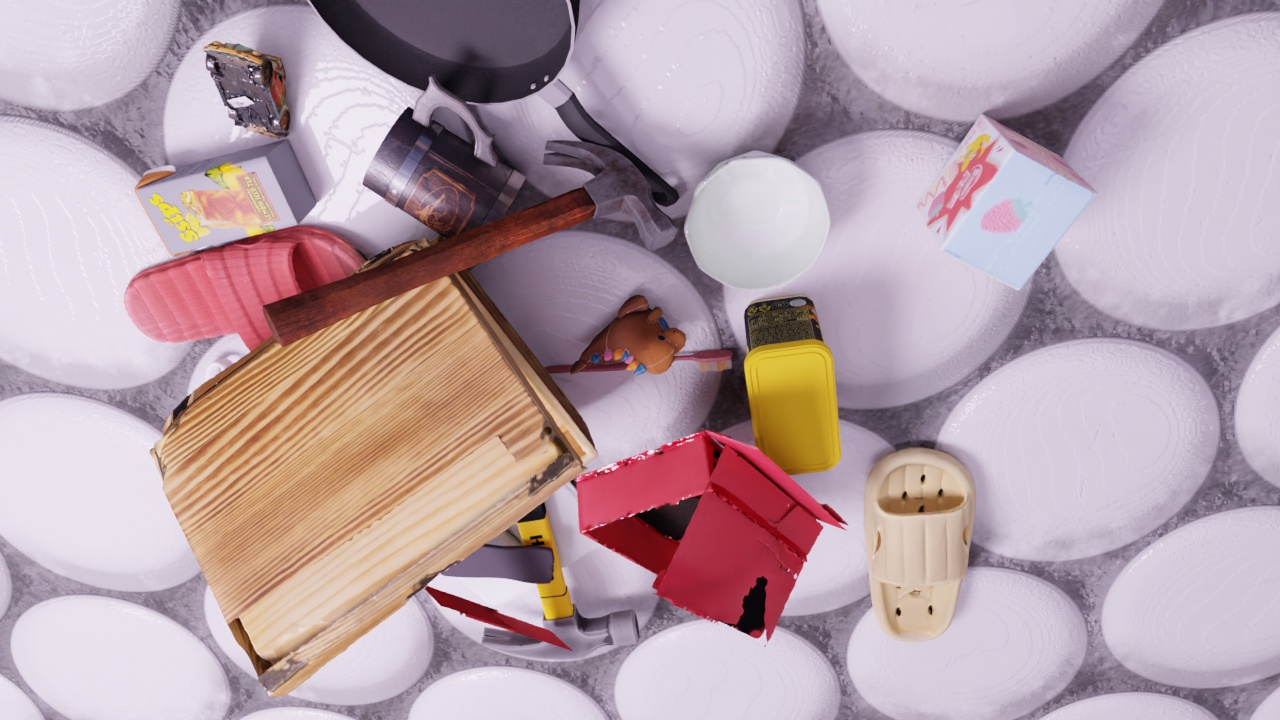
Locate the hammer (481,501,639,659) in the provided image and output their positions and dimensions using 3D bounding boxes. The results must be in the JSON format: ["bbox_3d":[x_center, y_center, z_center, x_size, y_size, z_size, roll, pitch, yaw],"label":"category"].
[{"bbox_3d":[-0.111,0.186,0.950,0.170,0.034,0.325,-9,117,4],"label":"hammer"}]

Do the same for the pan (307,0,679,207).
[{"bbox_3d":[-0.090,-0.230,0.688,0.205,0.044,0.355,-13,144,44],"label":"pan"}]

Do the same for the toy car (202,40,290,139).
[{"bbox_3d":[-0.306,-0.222,0.726,0.047,0.047,0.112,11,161,-6],"label":"toy car"}]

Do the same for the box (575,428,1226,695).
[{"bbox_3d":[0.184,0.149,0.732,0.469,0.138,0.214,-4,152,32],"label":"box"}]

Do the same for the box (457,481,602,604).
[{"bbox_3d":[-0.155,0.163,0.965,0.190,0.037,0.209,-29,116,22],"label":"box"}]

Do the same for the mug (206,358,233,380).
[{"bbox_3d":[-0.388,0.058,0.895,0.119,0.084,0.100,51,127,8],"label":"mug"}]

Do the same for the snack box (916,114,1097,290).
[{"bbox_3d":[0.285,-0.127,0.727,0.079,0.094,0.093,24,120,-11],"label":"snack box"}]

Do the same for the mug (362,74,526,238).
[{"bbox_3d":[-0.151,-0.157,0.741,0.107,0.079,0.116,31,125,-14],"label":"mug"}]

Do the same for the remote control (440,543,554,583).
[{"bbox_3d":[-0.151,0.205,0.939,0.124,0.009,0.046,5,116,-1],"label":"remote control"}]

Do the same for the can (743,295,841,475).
[{"bbox_3d":[0.133,0.020,0.820,0.072,0.100,0.131,-8,120,8],"label":"can"}]

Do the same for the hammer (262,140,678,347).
[{"bbox_3d":[-0.125,-0.083,0.674,0.300,0.111,0.028,-26,162,-23],"label":"hammer"}]

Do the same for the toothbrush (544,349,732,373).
[{"bbox_3d":[-0.005,0.005,0.871,0.184,0.015,0.016,-4,124,7],"label":"toothbrush"}]

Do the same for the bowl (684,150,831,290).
[{"bbox_3d":[0.095,-0.122,0.760,0.117,0.061,0.118,1,122,2],"label":"bowl"}]

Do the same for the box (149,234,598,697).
[{"bbox_3d":[-0.214,0.065,0.725,0.279,0.264,0.269,-36,106,2],"label":"box"}]

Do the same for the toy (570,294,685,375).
[{"bbox_3d":[-0.012,-0.006,0.815,0.103,0.090,0.071,-30,117,-4],"label":"toy"}]

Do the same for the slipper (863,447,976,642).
[{"bbox_3d":[0.291,0.209,0.942,0.111,0.079,0.262,-6,121,3],"label":"slipper"}]

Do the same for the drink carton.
[{"bbox_3d":[-0.353,-0.139,0.783,0.125,0.048,0.076,-11,120,10],"label":"drink carton"}]

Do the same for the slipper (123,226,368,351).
[{"bbox_3d":[-0.360,-0.056,0.829,0.249,0.059,0.104,-8,121,9],"label":"slipper"}]
